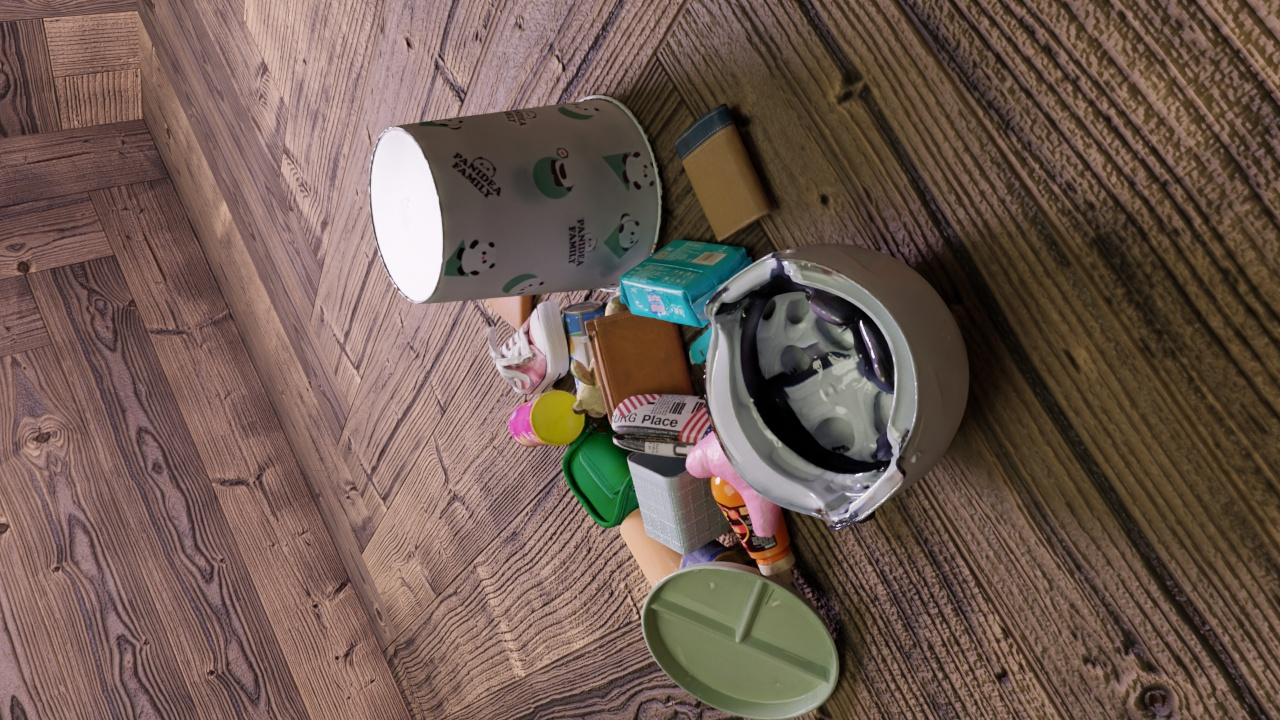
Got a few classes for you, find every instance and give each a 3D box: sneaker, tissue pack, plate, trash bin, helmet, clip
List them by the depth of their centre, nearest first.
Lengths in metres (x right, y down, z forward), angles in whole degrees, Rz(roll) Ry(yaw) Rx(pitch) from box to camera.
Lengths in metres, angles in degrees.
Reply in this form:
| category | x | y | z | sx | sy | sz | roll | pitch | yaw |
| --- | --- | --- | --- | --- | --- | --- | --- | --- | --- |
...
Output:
| category | x | y | z | sx | sy | sz | roll | pitch | yaw |
| --- | --- | --- | --- | --- | --- | --- | --- | --- | --- |
| helmet | 0.171 | 0.010 | 0.772 | 0.229 | 0.145 | 0.259 | 59 | 152 | 18 |
| tissue pack | 0.046 | -0.081 | 0.949 | 0.134 | 0.093 | 0.050 | 18 | 137 | 51 |
| trash bin | -0.144 | -0.172 | 1.010 | 0.230 | 0.251 | 0.230 | 22 | 118 | 49 |
| plate | 0.112 | 0.318 | 1.043 | 0.230 | 0.027 | 0.231 | 12 | 123 | 19 |
| clip | -0.020 | -0.087 | 1.106 | 0.058 | 0.026 | 0.038 | -20 | 83 | 57 |
| sneaker | -0.157 | -0.007 | 1.249 | 0.242 | 0.087 | 0.118 | 129 | 131 | -65 |

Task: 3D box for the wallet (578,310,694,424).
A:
| category | x | y | z | sx | sy | sz | roll | pitch | yaw |
| --- | --- | --- | --- | --- | --- | --- | --- | --- | --- |
| wallet | -0.006 | 0.006 | 1.065 | 0.035 | 0.119 | 0.131 | -72 | -30 | -76 |

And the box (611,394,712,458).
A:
| category | x | y | z | sx | sy | sz | roll | pitch | yaw |
| --- | --- | --- | --- | --- | --- | --- | --- | --- | --- |
| box | 0.044 | 0.067 | 1.013 | 0.164 | 0.075 | 0.082 | 6 | 103 | 25 |

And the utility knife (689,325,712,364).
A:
| category | x | y | z | sx | sy | sz | roll | pitch | yaw |
| --- | --- | --- | --- | --- | --- | --- | --- | --- | --- |
| utility knife | 0.090 | -0.031 | 0.987 | 0.029 | 0.013 | 0.158 | 63 | 147 | 12 |

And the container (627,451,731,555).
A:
| category | x | y | z | sx | sy | sz | roll | pitch | yaw |
| --- | --- | --- | --- | --- | --- | --- | --- | --- | --- |
| container | 0.049 | 0.158 | 1.082 | 0.090 | 0.089 | 0.111 | 18 | 124 | 51 |

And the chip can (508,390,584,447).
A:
| category | x | y | z | sx | sy | sz | roll | pitch | yaw |
| --- | --- | --- | --- | --- | --- | --- | --- | --- | --- |
| chip can | -0.135 | 0.085 | 1.273 | 0.071 | 0.071 | 0.211 | 69 | 162 | 0 |

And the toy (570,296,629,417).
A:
| category | x | y | z | sx | sy | sz | roll | pitch | yaw |
| --- | --- | --- | --- | --- | --- | --- | --- | --- | --- |
| toy | -0.038 | -0.002 | 1.118 | 0.066 | 0.105 | 0.157 | 48 | 126 | 50 |

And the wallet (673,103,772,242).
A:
| category | x | y | z | sx | sy | sz | roll | pitch | yaw |
| --- | --- | --- | --- | --- | --- | --- | --- | --- | --- |
| wallet | 0.081 | -0.183 | 0.902 | 0.090 | 0.033 | 0.115 | -27 | 86 | 60 |

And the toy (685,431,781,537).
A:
| category | x | y | z | sx | sy | sz | roll | pitch | yaw |
| --- | --- | --- | --- | --- | --- | --- | --- | --- | --- |
| toy | 0.134 | 0.084 | 0.914 | 0.179 | 0.074 | 0.195 | 18 | 104 | 26 |

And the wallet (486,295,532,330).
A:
| category | x | y | z | sx | sy | sz | roll | pitch | yaw |
| --- | --- | --- | --- | --- | --- | --- | --- | --- | --- |
| wallet | -0.192 | -0.118 | 1.330 | 0.108 | 0.031 | 0.132 | 36 | 134 | 37 |

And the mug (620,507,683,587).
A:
| category | x | y | z | sx | sy | sz | roll | pitch | yaw |
| --- | --- | --- | --- | --- | --- | --- | --- | --- | --- |
| mug | 0.030 | 0.248 | 1.176 | 0.122 | 0.078 | 0.078 | 50 | 143 | 36 |

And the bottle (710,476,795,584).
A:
| category | x | y | z | sx | sy | sz | roll | pitch | yaw |
| --- | --- | --- | --- | --- | --- | --- | --- | --- | --- |
| bottle | 0.131 | 0.180 | 1.005 | 0.067 | 0.066 | 0.149 | -13 | 103 | 57 |

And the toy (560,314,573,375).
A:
| category | x | y | z | sx | sy | sz | roll | pitch | yaw |
| --- | --- | --- | --- | --- | --- | --- | --- | --- | --- |
| toy | -0.094 | -0.028 | 1.243 | 0.096 | 0.030 | 0.092 | 34 | 129 | 52 |

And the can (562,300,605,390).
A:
| category | x | y | z | sx | sy | sz | roll | pitch | yaw |
| --- | --- | --- | --- | --- | --- | --- | --- | --- | --- |
| can | -0.063 | -0.006 | 1.184 | 0.053 | 0.053 | 0.135 | 14 | 119 | 52 |

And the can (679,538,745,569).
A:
| category | x | y | z | sx | sy | sz | roll | pitch | yaw |
| --- | --- | --- | --- | --- | --- | --- | --- | --- | --- |
| can | 0.088 | 0.284 | 1.107 | 0.049 | 0.074 | 0.148 | 27 | 130 | 50 |

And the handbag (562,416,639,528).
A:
| category | x | y | z | sx | sy | sz | roll | pitch | yaw |
| --- | --- | --- | --- | --- | --- | --- | --- | --- | --- |
| handbag | -0.041 | 0.148 | 1.224 | 0.131 | 0.067 | 0.120 | 47 | 140 | 31 |
